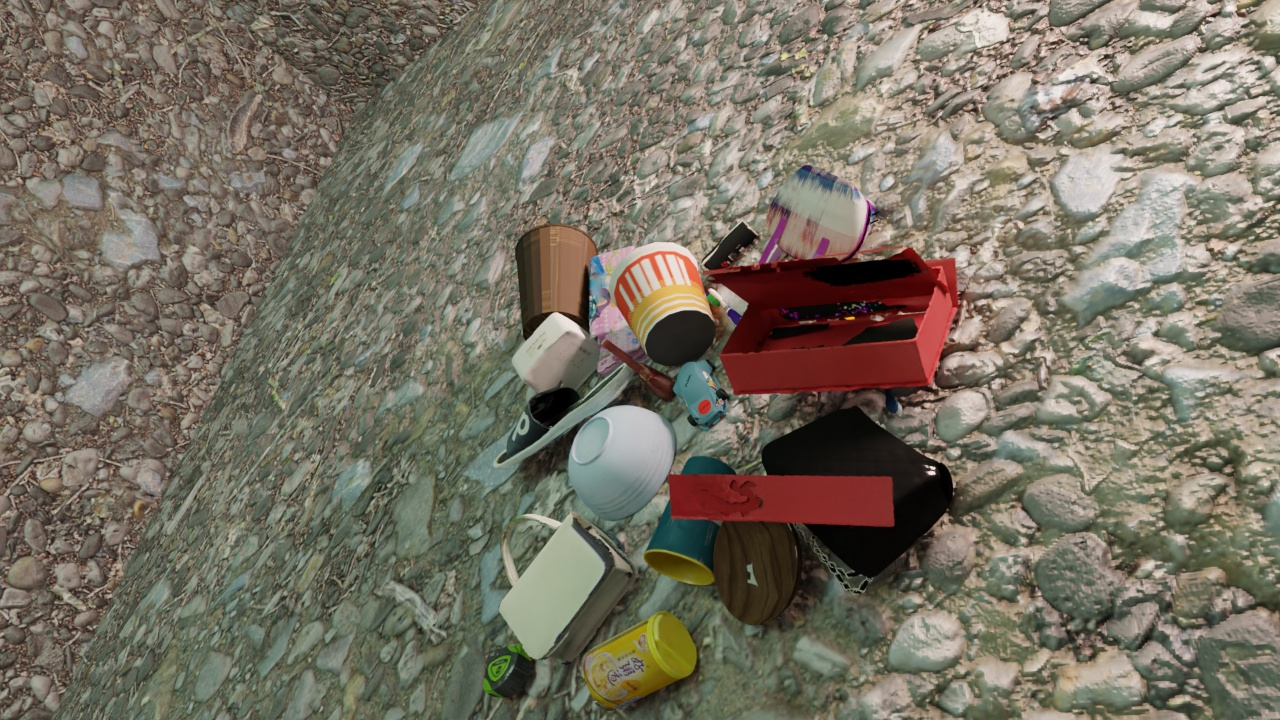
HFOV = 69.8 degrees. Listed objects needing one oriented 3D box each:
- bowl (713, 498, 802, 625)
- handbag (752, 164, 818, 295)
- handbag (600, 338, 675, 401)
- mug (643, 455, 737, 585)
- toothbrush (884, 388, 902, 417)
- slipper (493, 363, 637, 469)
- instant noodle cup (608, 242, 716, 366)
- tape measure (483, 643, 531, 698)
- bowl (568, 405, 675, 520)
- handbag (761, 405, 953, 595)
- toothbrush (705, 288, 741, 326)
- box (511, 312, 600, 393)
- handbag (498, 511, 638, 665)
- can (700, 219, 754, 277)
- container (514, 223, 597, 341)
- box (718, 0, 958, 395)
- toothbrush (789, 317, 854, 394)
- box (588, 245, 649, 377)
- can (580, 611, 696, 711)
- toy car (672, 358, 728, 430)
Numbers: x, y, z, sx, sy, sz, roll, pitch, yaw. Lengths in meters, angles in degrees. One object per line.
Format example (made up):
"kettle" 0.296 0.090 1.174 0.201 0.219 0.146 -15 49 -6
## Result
"bowl" 0.121 0.195 0.890 0.120 0.032 0.119 -21 64 52
"handbag" 0.196 -0.138 1.099 0.144 0.068 0.170 36 98 40
"handbag" -0.007 0.007 1.160 0.029 0.119 0.055 -51 33 3
"mug" 0.059 0.167 0.978 0.078 0.078 0.121 -12 46 45
"toothbrush" 0.249 0.007 0.943 0.022 0.017 0.134 -30 37 25
"slipper" -0.114 0.066 1.254 0.265 0.063 0.111 -31 11 34
"instant noodle cup" 0.034 -0.067 1.188 0.124 0.123 0.121 -41 43 18
"tape measure" -0.156 0.370 1.088 0.066 0.036 0.058 -29 31 38
"bowl" -0.037 0.115 1.140 0.151 0.074 0.150 -32 38 30
"handbag" 0.206 0.124 0.846 0.125 0.115 0.154 -32 28 -10
"toothbrush" 0.122 -0.049 1.150 0.016 0.015 0.186 -52 33 10
"box" -0.126 -0.015 1.343 0.108 0.102 0.102 -46 44 10
"handbag" -0.102 0.247 1.081 0.176 0.074 0.151 38 93 38
"can" 0.118 -0.150 1.231 0.080 0.031 0.031 -45 34 12
"container" -0.130 -0.106 1.422 0.132 0.132 0.167 -31 45 30
"box" 0.219 -0.157 0.968 0.213 0.128 0.424 -3 66 35
"toothbrush" 0.225 -0.039 1.002 0.197 0.031 0.031 -48 64 2
"box" -0.034 -0.080 1.327 0.085 0.063 0.229 -34 37 27
"can" -0.002 0.304 0.928 0.105 0.067 0.067 -35 37 26
"toy car" 0.070 0.037 1.123 0.060 0.027 0.107 -43 34 15
